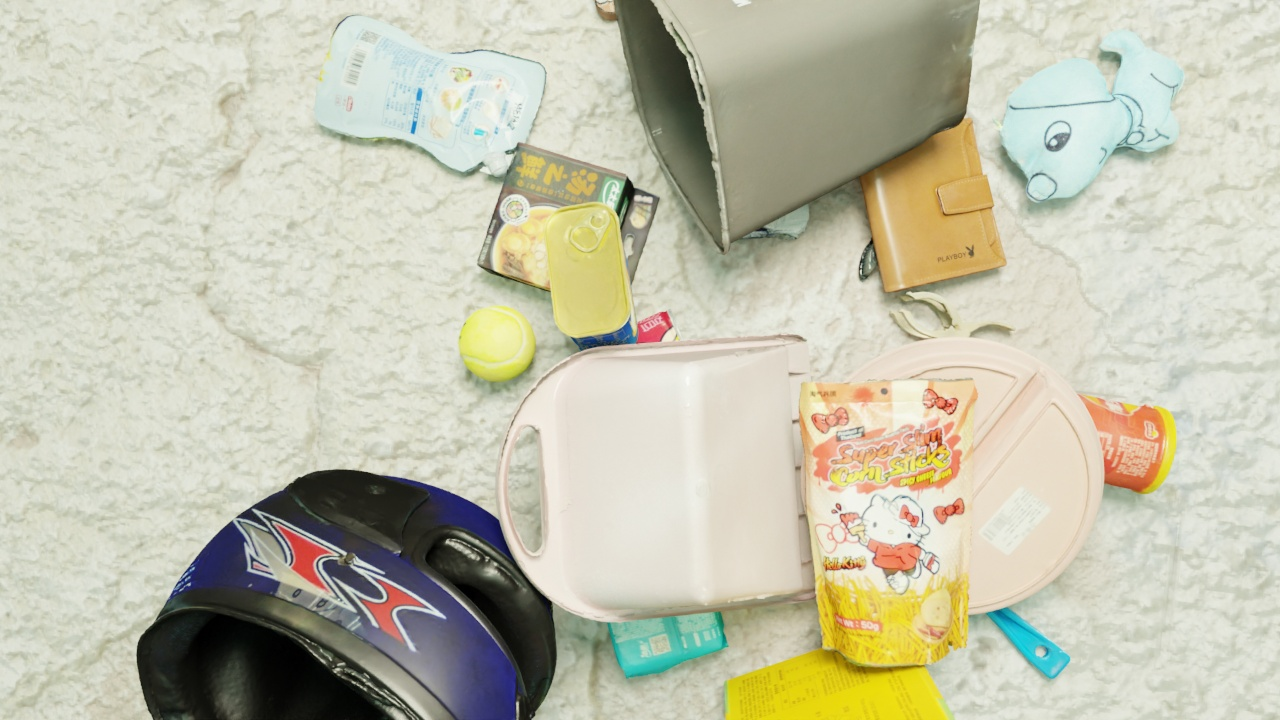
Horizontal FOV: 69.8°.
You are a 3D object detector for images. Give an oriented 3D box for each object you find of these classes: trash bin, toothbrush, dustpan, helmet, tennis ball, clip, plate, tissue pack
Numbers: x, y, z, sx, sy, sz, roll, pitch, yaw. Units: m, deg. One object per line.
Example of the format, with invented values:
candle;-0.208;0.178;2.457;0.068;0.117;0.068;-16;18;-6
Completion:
trash bin;0.114;-0.231;0.697;0.219;0.199;0.198;-22;51;-4
toothbrush;0.221;-0.159;0.787;0.014;0.017;0.189;19;87;-5
dustpan;0.027;0.087;0.716;0.139;0.273;0.222;-6;82;33
helmet;-0.181;0.210;0.677;0.316;0.239;0.247;11;113;25
tennis ball;-0.122;-0.014;0.780;0.065;0.065;0.065;0;87;4
clip;0.260;-0.026;0.771;0.100;0.034;0.071;25;89;-3
plate;0.241;0.096;0.711;0.229;0.028;0.229;2;102;7
tissue pack;0.014;0.194;0.768;0.093;0.050;0.133;-16;87;2

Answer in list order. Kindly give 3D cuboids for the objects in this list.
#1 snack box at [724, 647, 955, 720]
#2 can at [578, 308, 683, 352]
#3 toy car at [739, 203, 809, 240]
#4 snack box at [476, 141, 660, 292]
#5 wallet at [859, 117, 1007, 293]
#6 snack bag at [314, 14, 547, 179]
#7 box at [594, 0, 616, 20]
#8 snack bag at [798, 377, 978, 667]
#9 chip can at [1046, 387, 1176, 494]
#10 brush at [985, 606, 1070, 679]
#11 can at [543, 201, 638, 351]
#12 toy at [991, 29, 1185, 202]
snack box;0.144;0.280;0.665;0.158;0.210;0.070;-21;93;5
can;-0.005;0.005;0.770;0.094;0.066;0.066;-24;86;3
toy car;0.100;-0.125;0.786;0.090;0.034;0.043;-1;84;3
snack box;-0.061;-0.113;0.792;0.126;0.053;0.113;18;89;10
wallet;0.241;-0.130;0.768;0.107;0.031;0.132;-12;89;-6
snack bag;-0.185;-0.233;0.810;0.191;0.039;0.110;18;84;3
box;0.010;-0.405;0.768;0.188;0.154;0.182;-18;82;32
snack bag;0.185;0.116;0.683;0.129;0.073;0.208;-2;95;10
chip can;0.307;0.052;0.742;0.216;0.073;0.073;11;88;4
brush;0.255;0.167;0.762;0.254;0.046;0.083;44;87;1
can;-0.036;-0.058;0.709;0.057;0.083;0.102;-9;77;4
toy;0.369;-0.203;0.761;0.156;0.050;0.161;11;83;3
